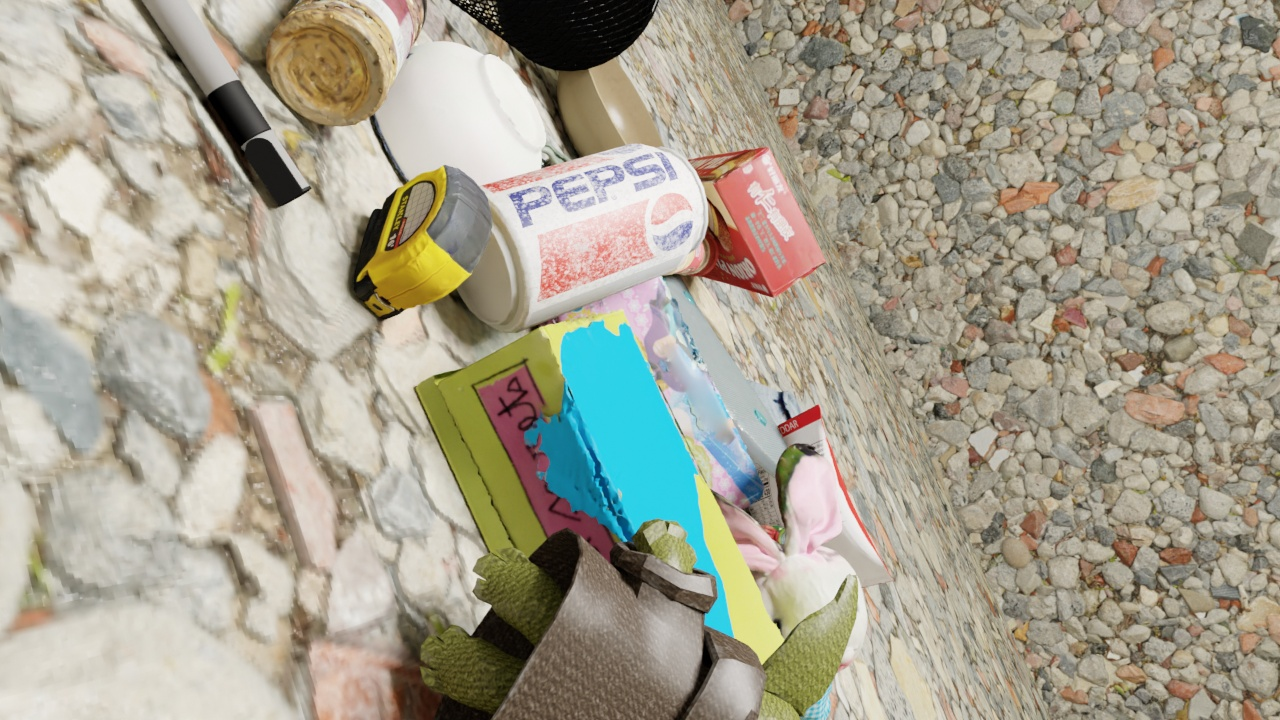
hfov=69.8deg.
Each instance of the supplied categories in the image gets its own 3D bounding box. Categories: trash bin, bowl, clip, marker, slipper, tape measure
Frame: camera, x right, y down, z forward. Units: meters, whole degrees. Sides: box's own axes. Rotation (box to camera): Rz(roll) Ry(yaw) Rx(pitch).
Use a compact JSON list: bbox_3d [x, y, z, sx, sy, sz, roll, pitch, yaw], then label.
[{"bbox_3d":[-0.080,-0.315,0.654,0.184,0.184,0.210,68,14,11],"label":"trash bin"},{"bbox_3d":[-0.030,-0.210,0.825,0.152,0.050,0.152,52,23,-32],"label":"bowl"},{"bbox_3d":[-0.064,-0.145,0.699,0.076,0.023,0.059,33,34,-60],"label":"clip"},{"bbox_3d":[-0.182,-0.128,0.375,0.140,0.016,0.016,59,20,-14],"label":"marker"},{"bbox_3d":[0.034,-0.007,0.761,0.098,0.055,0.268,26,31,-58],"label":"slipper"},{"bbox_3d":[-0.099,-0.056,0.428,0.037,0.064,0.065,45,28,-40],"label":"tape measure"},{"bbox_3d":[0.127,0.064,0.883,0.137,0.057,0.136,52,22,-32],"label":"bowl"},{"bbox_3d":[-0.098,-0.137,0.537,0.113,0.063,0.113,52,21,-31],"label":"bowl"}]

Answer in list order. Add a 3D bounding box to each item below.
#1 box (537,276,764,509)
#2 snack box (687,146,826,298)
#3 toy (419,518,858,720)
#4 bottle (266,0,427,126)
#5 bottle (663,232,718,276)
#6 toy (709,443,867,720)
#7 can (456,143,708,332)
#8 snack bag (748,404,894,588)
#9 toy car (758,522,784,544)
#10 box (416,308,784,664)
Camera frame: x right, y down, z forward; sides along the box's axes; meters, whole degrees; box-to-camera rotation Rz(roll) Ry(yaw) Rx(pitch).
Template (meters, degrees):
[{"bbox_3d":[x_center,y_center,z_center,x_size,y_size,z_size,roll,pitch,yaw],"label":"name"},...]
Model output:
[{"bbox_3d":[-0.003,0.003,0.580,0.084,0.053,0.230,-27,93,-33],"label":"box"},{"bbox_3d":[0.082,-0.132,0.867,0.113,0.060,0.236,59,-6,-15],"label":"snack box"},{"bbox_3d":[-0.006,0.132,0.346,0.152,0.179,0.078,36,-14,-14],"label":"toy"},{"bbox_3d":[-0.144,-0.165,0.460,0.056,0.056,0.105,51,23,-33],"label":"bottle"},{"bbox_3d":[0.034,-0.092,0.777,0.044,0.044,0.109,65,19,3],"label":"bottle"},{"bbox_3d":[0.086,0.168,0.548,0.106,0.131,0.205,-148,-132,-63],"label":"toy"},{"bbox_3d":[-0.034,-0.071,0.510,0.135,0.078,0.078,-25,89,-34],"label":"can"},{"bbox_3d":[0.133,0.124,0.755,0.039,0.131,0.144,-15,77,-32],"label":"snack bag"},{"bbox_3d":[0.102,0.157,0.726,0.036,0.042,0.091,-57,133,-31],"label":"toy car"},{"bbox_3d":[-0.012,0.088,0.463,0.221,0.081,0.124,62,19,1],"label":"box"}]
